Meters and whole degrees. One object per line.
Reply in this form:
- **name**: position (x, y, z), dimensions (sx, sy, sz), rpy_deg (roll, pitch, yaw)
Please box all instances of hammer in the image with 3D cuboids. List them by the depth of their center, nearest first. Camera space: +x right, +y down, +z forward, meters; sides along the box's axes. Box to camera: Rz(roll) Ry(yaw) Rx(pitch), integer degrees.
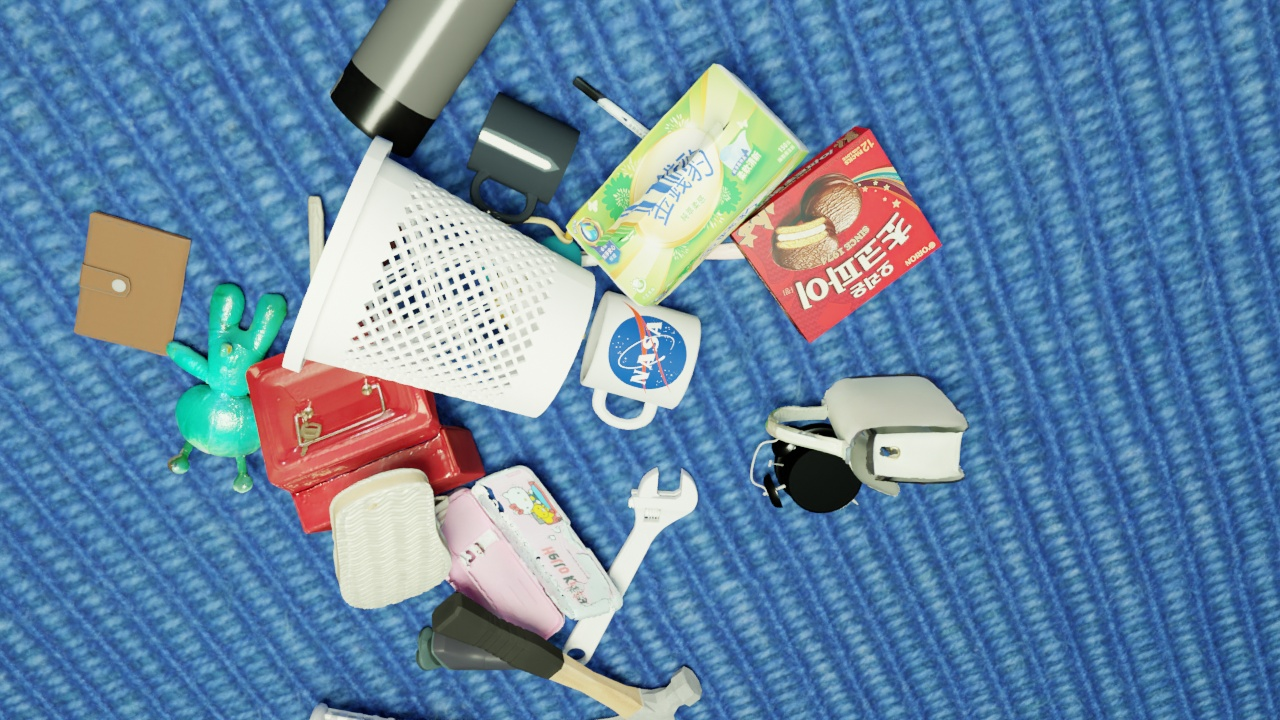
- **hammer**: position (-0.082, 0.328, 0.971), dimensions (0.131, 0.039, 0.328), rpy_deg (-41, 124, 15)

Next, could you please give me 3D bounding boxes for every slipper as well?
- **slipper**: position (-0.220, 0.153, 0.814), dimensions (0.115, 0.052, 0.264), rpy_deg (-19, 153, -19)

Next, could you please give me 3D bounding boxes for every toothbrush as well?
- **toothbrush**: position (0.027, -0.100, 0.870), dimensions (0.181, 0.018, 0.016), rpy_deg (-3, 108, -4)

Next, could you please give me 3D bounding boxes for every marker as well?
- **marker**: position (0.002, -0.207, 0.830), dimensions (0.152, 0.011, 0.011), rpy_deg (35, 105, -15)

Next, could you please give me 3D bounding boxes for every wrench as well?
- **wrench**: position (-0.019, 0.229, 0.994), dimensions (0.066, 0.018, 0.274), rpy_deg (23, 109, -13)

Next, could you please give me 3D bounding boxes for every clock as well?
- **clock**: position (-0.097, -0.073, 0.852), dimensions (0.099, 0.043, 0.130), rpy_deg (-7, 121, 15)
- **clock**: position (0.173, 0.113, 0.948), dimensions (0.120, 0.042, 0.091), rpy_deg (9, 110, -7)

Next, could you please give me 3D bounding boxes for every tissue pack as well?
- **tissue pack**: position (0.031, -0.142, 0.762), dimensions (0.120, 0.141, 0.198), rpy_deg (41, 108, 6)

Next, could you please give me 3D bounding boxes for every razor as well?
- **razor**: position (-0.173, 0.320, 1.006), dimensions (0.143, 0.047, 0.052), rpy_deg (5, 135, -9)

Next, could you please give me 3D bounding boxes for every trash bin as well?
- **trash bin**: position (-0.156, -0.050, 0.751), dimensions (0.199, 0.195, 0.196), rpy_deg (22, 108, -17)

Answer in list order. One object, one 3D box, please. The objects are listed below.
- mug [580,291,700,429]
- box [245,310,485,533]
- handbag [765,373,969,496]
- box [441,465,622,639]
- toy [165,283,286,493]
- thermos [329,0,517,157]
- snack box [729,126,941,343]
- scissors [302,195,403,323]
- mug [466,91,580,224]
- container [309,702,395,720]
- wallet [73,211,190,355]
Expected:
- **mug**: position (-0.005, 0.005, 0.864), dimensions (0.090, 0.091, 0.121), rpy_deg (15, 92, -10)
- **box**: position (-0.250, 0.077, 0.869), dimensions (0.157, 0.156, 0.170), rpy_deg (-20, 154, 0)
- **handbag**: position (0.207, 0.070, 0.879), dimensions (0.176, 0.151, 0.074), rpy_deg (-1, 107, 1)
- **box**: position (-0.127, 0.208, 0.960), dimensions (0.153, 0.066, 0.201), rpy_deg (-31, 110, 2)
- **toy**: position (-0.388, 0.025, 0.865), dimensions (0.130, 0.072, 0.193), rpy_deg (15, 100, -9)
- **thermos**: position (-0.157, -0.288, 0.750), dimensions (0.082, 0.082, 0.241), rpy_deg (35, 105, -16)
- **snack box**: position (0.179, -0.116, 0.858), dimensions (0.152, 0.035, 0.132), rpy_deg (-37, 109, 5)
- **scissors**: position (-0.280, -0.062, 0.855), dimensions (0.185, 0.015, 0.179), rpy_deg (-27, 111, -1)
- **mug**: position (-0.108, -0.169, 0.795), dimensions (0.077, 0.071, 0.105), rpy_deg (23, 75, -13)
- **container**: position (-0.281, 0.482, 0.982), dimensions (0.186, 0.189, 0.189), rpy_deg (15, 109, -11)
- **wallet**: position (-0.471, -0.069, 0.849), dimensions (0.087, 0.013, 0.121), rpy_deg (16, 109, -12)
